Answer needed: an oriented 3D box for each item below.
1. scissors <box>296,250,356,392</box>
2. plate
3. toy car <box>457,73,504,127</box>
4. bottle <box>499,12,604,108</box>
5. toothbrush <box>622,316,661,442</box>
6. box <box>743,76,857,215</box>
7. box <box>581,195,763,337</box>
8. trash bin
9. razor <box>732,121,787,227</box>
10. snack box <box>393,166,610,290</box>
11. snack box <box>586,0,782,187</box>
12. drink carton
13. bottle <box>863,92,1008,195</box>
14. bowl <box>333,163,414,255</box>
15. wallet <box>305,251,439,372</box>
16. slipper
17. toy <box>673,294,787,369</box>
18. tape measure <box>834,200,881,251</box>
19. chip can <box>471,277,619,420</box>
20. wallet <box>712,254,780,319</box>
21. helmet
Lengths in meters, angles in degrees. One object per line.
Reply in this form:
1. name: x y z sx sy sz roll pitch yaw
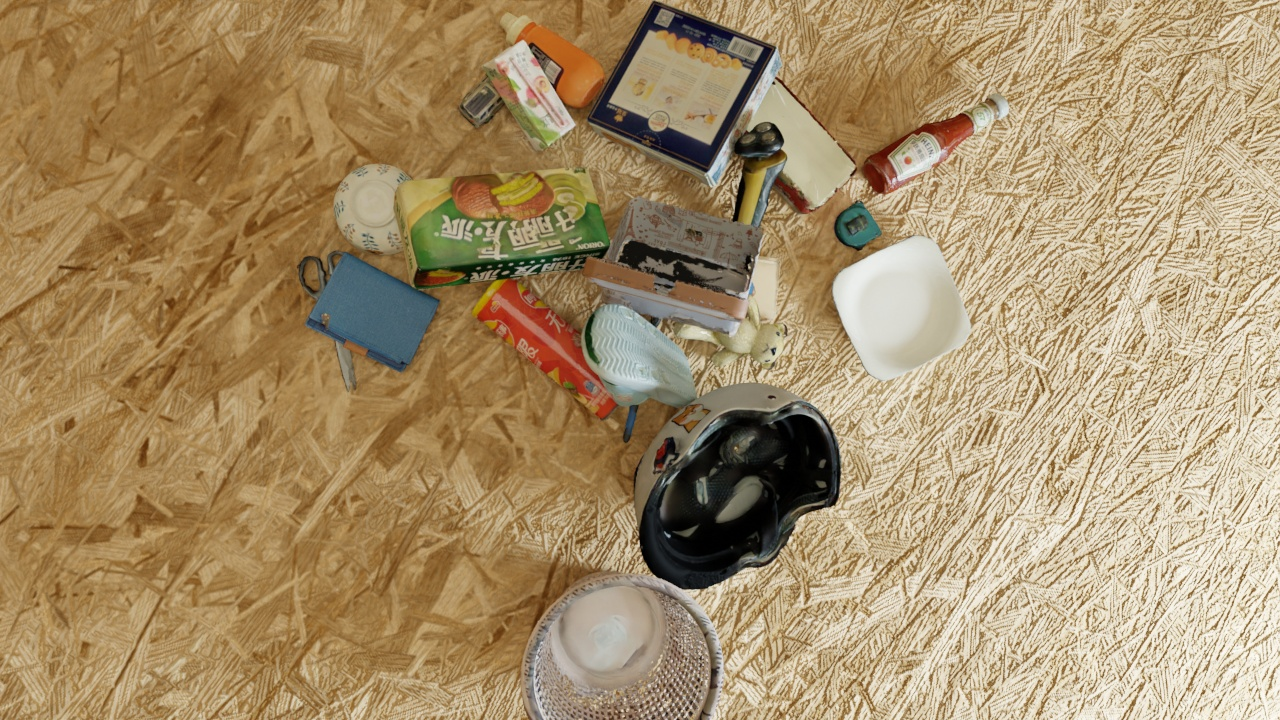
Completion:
1. scissors: -0.370 -0.052 1.146 0.135 0.014 0.175 -45 96 -3
2. plate: 0.343 -0.069 1.224 0.164 0.034 0.163 -25 94 -7
3. toy car: -0.187 -0.336 1.154 0.042 0.035 0.090 44 83 -8
4. bottle: -0.116 -0.383 1.151 0.149 0.067 0.066 40 86 1
5. toothbrush: 0.003 0.016 1.193 0.014 0.016 0.189 14 90 -2
6. box: 0.191 -0.274 1.179 0.091 0.079 0.168 -44 95 -5
7. box: 0.040 -0.095 1.065 0.179 0.273 0.126 15 114 4
8. trash bin: -0.031 0.348 1.103 0.227 0.192 0.227 0 91 -8
9. razor: 0.139 -0.215 1.152 0.067 0.062 0.168 2 130 -12
10. snack box: -0.165 -0.161 1.101 0.239 0.063 0.114 -9 73 -23
11. snack box: 0.053 -0.335 1.145 0.178 0.046 0.182 28 88 18
12. drink carton: -0.136 -0.326 1.134 0.053 0.046 0.122 -42 112 -23
13. bottle: 0.394 -0.291 1.214 0.206 0.060 0.060 -31 94 -5
14. bowl: -0.322 -0.188 1.126 0.113 0.062 0.113 0 92 -7
15. wallet: -0.329 -0.058 1.133 0.133 0.040 0.106 27 81 -14
16. slipper: -0.007 0.006 1.101 0.074 0.245 0.104 -24 65 21
17. toy: 0.115 -0.036 1.173 0.157 0.066 0.105 16 104 -21
18. tape measure: 0.287 -0.177 1.220 0.054 0.025 0.058 -34 94 -6
19. chip can: -0.108 -0.017 1.151 0.216 0.073 0.073 41 86 -7
20. wallet: 0.125 -0.104 1.202 0.115 0.024 0.087 6 88 -5
21. helmet: 0.099 0.134 1.131 0.274 0.157 0.230 -41 124 3
